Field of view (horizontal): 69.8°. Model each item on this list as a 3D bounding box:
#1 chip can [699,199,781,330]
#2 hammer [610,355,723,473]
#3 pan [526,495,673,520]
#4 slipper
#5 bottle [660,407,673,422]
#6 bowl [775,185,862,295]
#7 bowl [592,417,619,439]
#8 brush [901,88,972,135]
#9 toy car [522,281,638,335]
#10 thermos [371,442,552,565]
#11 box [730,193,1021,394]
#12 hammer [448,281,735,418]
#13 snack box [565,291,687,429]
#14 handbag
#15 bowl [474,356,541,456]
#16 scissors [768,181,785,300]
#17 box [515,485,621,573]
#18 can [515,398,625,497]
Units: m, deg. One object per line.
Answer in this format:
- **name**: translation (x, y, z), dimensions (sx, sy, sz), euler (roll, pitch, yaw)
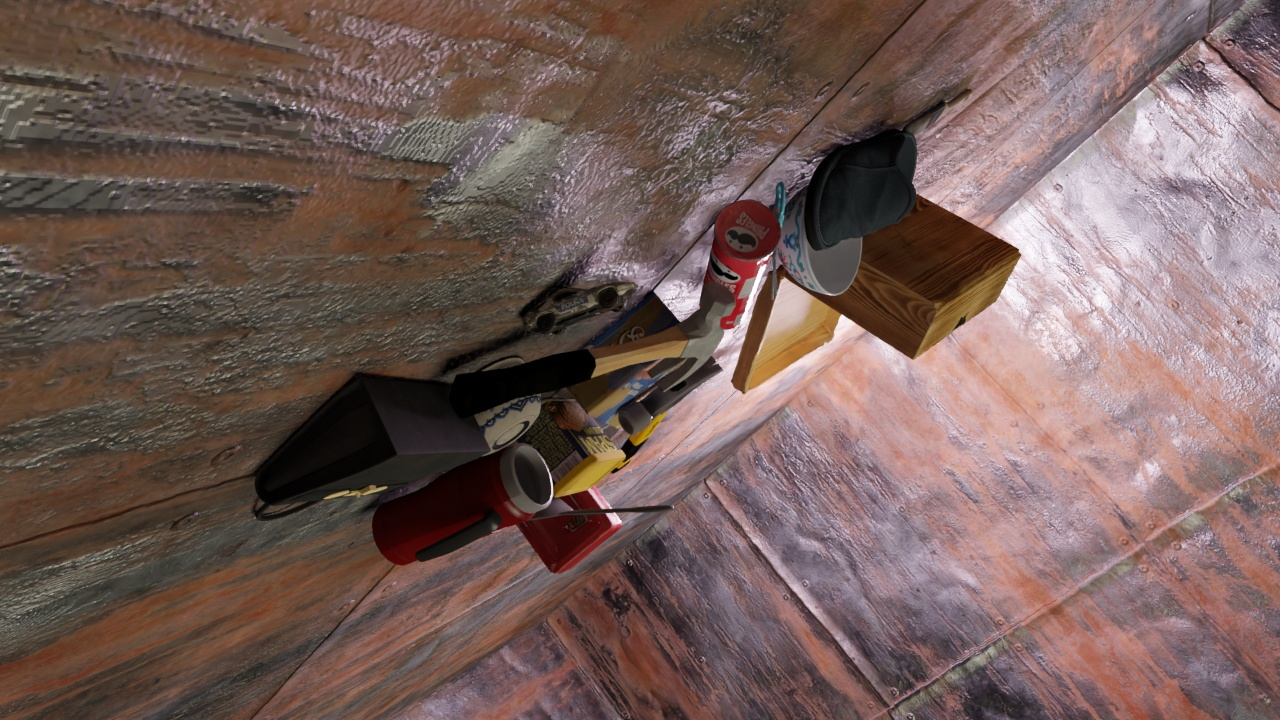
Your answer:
- **chip can**: translation (0.113, -0.107, 1.101), dimensions (0.073, 0.073, 0.233), euler (-36, 167, -11)
- **hammer**: translation (0.010, 0.094, 1.293), dimensions (0.169, 0.034, 0.325), euler (-34, 168, -27)
- **pan**: translation (-0.127, 0.185, 1.157), dimensions (0.355, 0.024, 0.216), euler (-5, 176, 21)
- **slipper**: translation (0.293, -0.212, 1.110), dimensions (0.264, 0.084, 0.109), euler (-33, 125, -39)
- **bottle**: translation (0.006, 0.080, 1.487), dimensions (0.045, 0.045, 0.184), euler (-42, 166, 13)
- **bowl**: translation (0.211, -0.154, 1.150), dimensions (0.074, 0.144, 0.143), euler (3, -162, 40)
- **bowl**: translation (-0.076, 0.107, 1.369), dimensions (0.106, 0.039, 0.106), euler (-36, 166, -10)
- **brush**: translation (0.400, -0.334, 1.240), dimensions (0.151, 0.012, 0.039), euler (-34, 166, -24)
- **toy car**: translation (-0.057, -0.055, 0.869), dimensions (0.113, 0.040, 0.048), euler (-19, 175, 9)
- **thermos**: translation (-0.201, 0.169, 1.015), dimensions (0.199, 0.084, 0.107), euler (-25, -153, 21)
- **box**: translation (0.341, -0.071, 1.429), dimensions (0.278, 0.286, 0.337), euler (-28, 146, -39)
- **hammer**: translation (-0.043, 0.001, 0.940), dimensions (0.327, 0.039, 0.131), euler (-15, 144, -38)
- **snack box**: translation (-0.007, 0.007, 1.160), dimensions (0.155, 0.069, 0.202), euler (-38, 167, 2)
- **handbag**: translation (-0.267, 0.098, 0.832), dimensions (0.196, 0.072, 0.175), euler (-30, 168, 11)
- **bowl**: translation (-0.152, 0.055, 0.957), dimensions (0.115, 0.059, 0.116), euler (-36, 166, -10)
- **scissors**: translation (0.153, -0.133, 1.075), dimensions (0.095, 0.015, 0.142), euler (178, -80, -86)
- **box**: translation (-0.123, 0.234, 1.420), dimensions (0.130, 0.157, 0.097), euler (-39, 164, 5)
- **can**: translation (-0.094, 0.110, 1.192), dimensions (0.075, 0.104, 0.135), euler (-42, 166, 12)
